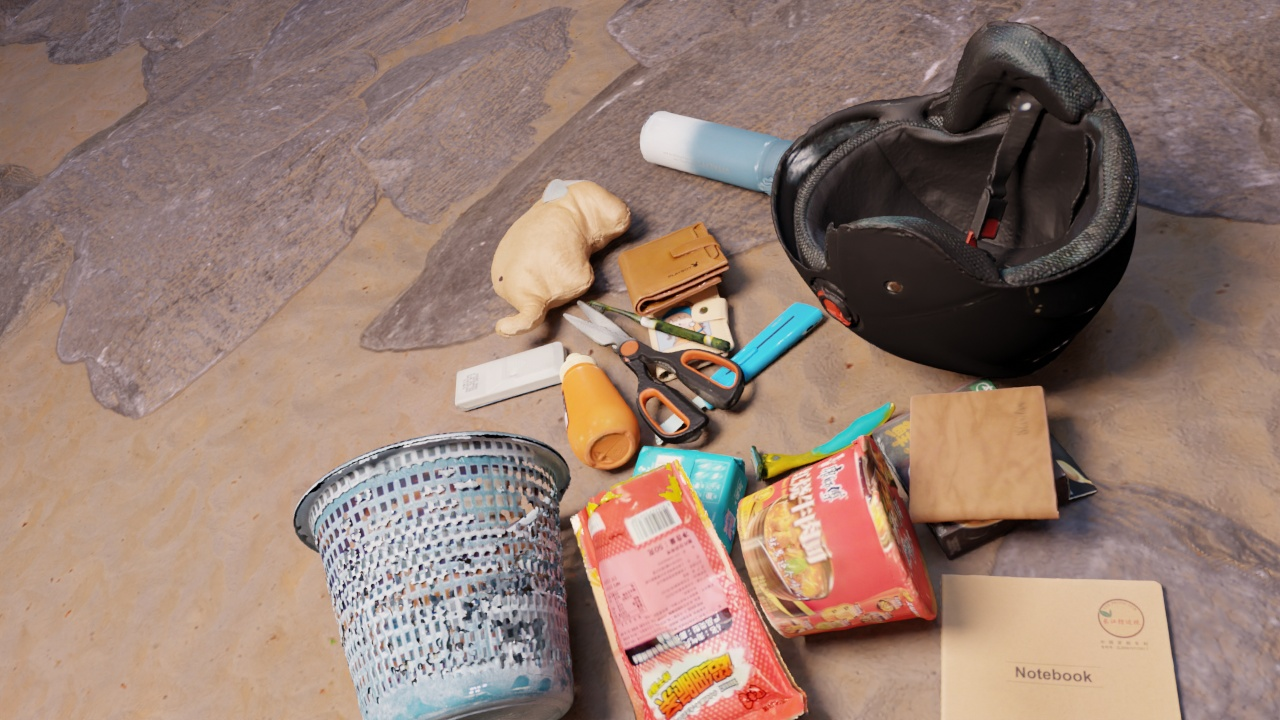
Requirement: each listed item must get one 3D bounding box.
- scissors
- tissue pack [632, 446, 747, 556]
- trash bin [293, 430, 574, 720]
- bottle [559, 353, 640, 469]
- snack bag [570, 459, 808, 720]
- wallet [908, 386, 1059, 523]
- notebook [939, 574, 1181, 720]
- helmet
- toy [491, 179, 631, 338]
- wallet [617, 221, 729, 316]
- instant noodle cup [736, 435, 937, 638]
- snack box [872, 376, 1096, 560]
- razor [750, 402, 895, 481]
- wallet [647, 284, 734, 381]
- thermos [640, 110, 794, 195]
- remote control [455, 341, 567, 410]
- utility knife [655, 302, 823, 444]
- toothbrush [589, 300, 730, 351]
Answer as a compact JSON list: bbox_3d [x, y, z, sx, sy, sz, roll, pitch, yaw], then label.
[{"bbox_3d":[0.012,-0.008,0.904,0.161,0.022,0.233,-24,49,2],"label":"scissors"},{"bbox_3d":[0.032,0.138,0.776,0.093,0.050,0.133,4,55,26],"label":"tissue pack"},{"bbox_3d":[-0.145,0.195,0.718,0.227,0.226,0.195,-21,59,7],"label":"trash bin"},{"bbox_3d":[-0.048,0.040,0.891,0.067,0.067,0.149,-28,39,1],"label":"bottle"},{"bbox_3d":[0.026,0.188,0.685,0.129,0.073,0.207,-32,70,18],"label":"snack bag"},{"bbox_3d":[0.253,0.069,0.688,0.101,0.020,0.115,-7,50,23],"label":"wallet"},{"bbox_3d":[0.275,0.240,0.607,0.148,0.008,0.207,-3,52,22],"label":"notebook"},{"bbox_3d":[0.244,-0.108,0.728,0.275,0.230,0.233,21,65,42],"label":"helmet"},{"bbox_3d":[-0.107,-0.110,1.028,0.144,0.082,0.225,9,59,41],"label":"toy"},{"bbox_3d":[0.033,-0.099,0.966,0.108,0.031,0.131,-23,29,4],"label":"wallet"},{"bbox_3d":[0.142,0.138,0.677,0.109,0.138,0.137,-23,46,18],"label":"instant noodle cup"},{"bbox_3d":[0.267,0.078,0.723,0.126,0.053,0.113,-30,46,6],"label":"snack box"},{"bbox_3d":[0.158,0.069,0.790,0.133,0.028,0.043,-24,15,8],"label":"razor"},{"bbox_3d":[0.050,-0.037,0.935,0.087,0.024,0.115,-22,45,13],"label":"wallet"},{"bbox_3d":[0.097,-0.236,1.049,0.221,0.070,0.070,25,66,38],"label":"thermos"},{"bbox_3d":[-0.138,0.015,0.975,0.125,0.024,0.049,-17,47,12],"label":"remote control"},{"bbox_3d":[0.091,0.012,0.877,0.203,0.018,0.034,-40,48,-9],"label":"utility knife"},{"bbox_3d":[0.013,-0.034,0.927,0.186,0.012,0.017,19,66,38],"label":"toothbrush"}]
